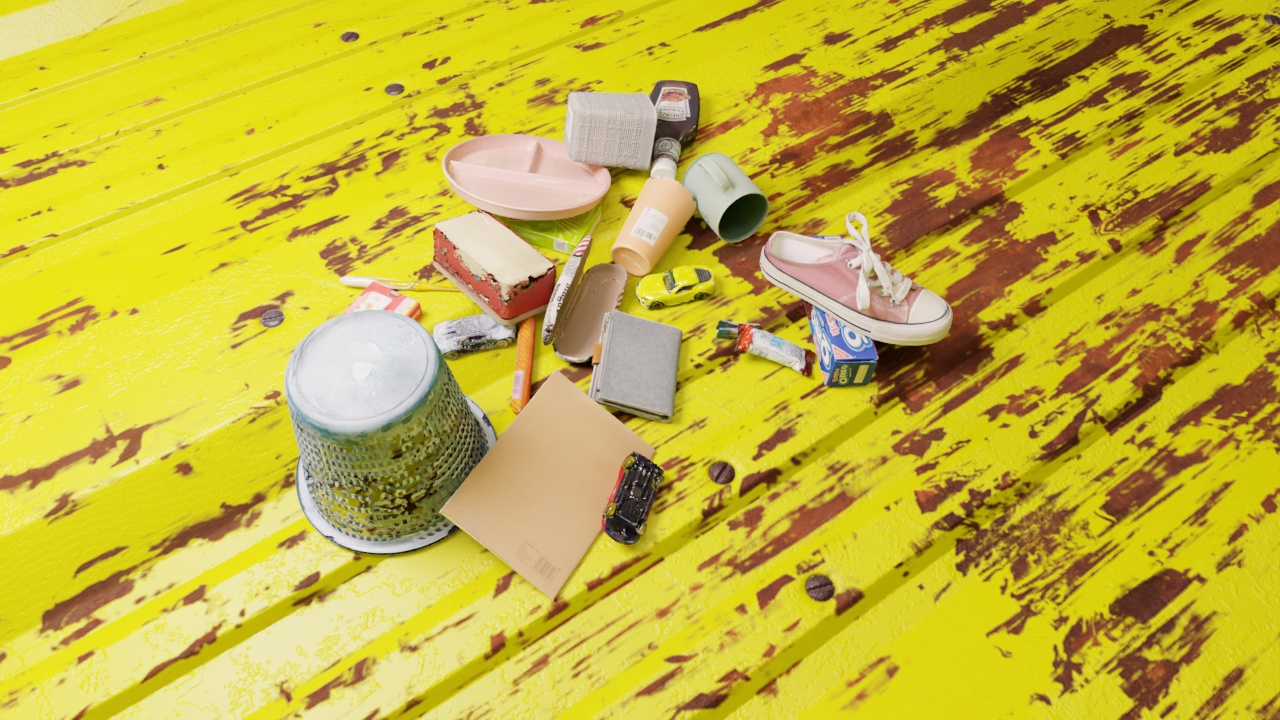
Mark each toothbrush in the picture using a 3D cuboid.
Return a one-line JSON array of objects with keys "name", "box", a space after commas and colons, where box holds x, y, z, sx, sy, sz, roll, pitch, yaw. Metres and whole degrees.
[{"name": "toothbrush", "box": [-0.295, -0.100, 1.189, 0.191, 0.018, 0.016, 4, 52, 0]}]

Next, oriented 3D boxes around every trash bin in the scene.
[{"name": "trash bin", "box": [-0.272, 0.060, 0.964, 0.226, 0.195, 0.226, 0, 53, -1]}]

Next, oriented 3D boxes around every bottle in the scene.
[{"name": "bottle", "box": [0.044, -0.338, 1.355, 0.080, 0.044, 0.194, 6, 55, 4]}]

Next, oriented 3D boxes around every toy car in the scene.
[{"name": "toy car", "box": [0.045, -0.098, 1.186, 0.105, 0.032, 0.048, -14, 55, -9]}, {"name": "toy car", "box": [-0.204, -0.035, 1.136, 0.105, 0.031, 0.049, -13, 56, -11]}, {"name": "toy car", "box": [-0.011, 0.151, 0.997, 0.049, 0.031, 0.106, 32, 52, -14]}]

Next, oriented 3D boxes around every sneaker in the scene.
[{"name": "sneaker", "box": [0.259, -0.099, 1.082, 0.241, 0.088, 0.118, 26, 54, 11]}]

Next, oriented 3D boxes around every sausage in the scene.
[{"name": "sausage", "box": [-0.141, 0.001, 1.115, 0.021, 0.021, 0.164, 1, 54, 0]}]

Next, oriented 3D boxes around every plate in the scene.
[{"name": "plate", "box": [-0.156, -0.252, 1.261, 0.229, 0.028, 0.229, 7, 36, -5]}]

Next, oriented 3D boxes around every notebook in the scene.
[{"name": "notebook", "box": [-0.094, 0.129, 0.993, 0.149, 0.012, 0.210, 39, 59, -4]}]

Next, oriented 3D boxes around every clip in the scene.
[{"name": "clip", "box": [0.123, -0.038, 1.148, 0.058, 0.025, 0.035, 5, 60, -4]}]

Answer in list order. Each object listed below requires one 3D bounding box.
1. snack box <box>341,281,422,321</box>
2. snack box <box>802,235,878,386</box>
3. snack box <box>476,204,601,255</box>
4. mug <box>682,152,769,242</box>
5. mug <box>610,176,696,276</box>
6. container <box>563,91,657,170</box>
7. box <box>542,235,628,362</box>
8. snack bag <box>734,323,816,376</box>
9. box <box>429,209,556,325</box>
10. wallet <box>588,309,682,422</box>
[{"name": "snack box", "box": [-0.344, -0.028, 1.132, 0.075, 0.025, 0.152, 23, 56, 16]}, {"name": "snack box", "box": [0.242, -0.065, 1.147, 0.057, 0.058, 0.207, -2, 53, -6]}, {"name": "snack box", "box": [-0.141, -0.199, 1.260, 0.156, 0.026, 0.085, 19, 55, 13]}, {"name": "mug", "box": [0.107, -0.231, 1.235, 0.082, 0.112, 0.106, -35, 57, 3]}, {"name": "mug", "box": [0.014, -0.175, 1.217, 0.078, 0.078, 0.122, 22, 61, 14]}, {"name": "container", "box": [-0.045, -0.326, 1.293, 0.114, 0.090, 0.090, 0, 35, -14]}, {"name": "box", "box": [-0.073, -0.080, 1.137, 0.076, 0.087, 0.161, 7, 56, 22]}, {"name": "snack bag", "box": [0.165, -0.014, 1.123, 0.105, 0.026, 0.045, 21, 46, -3]}, {"name": "box", "box": [-0.187, -0.127, 1.155, 0.091, 0.078, 0.168, -27, 51, -35]}, {"name": "wallet", "box": [-0.007, 0.006, 1.101, 0.106, 0.037, 0.129, 15, 54, -9]}]
